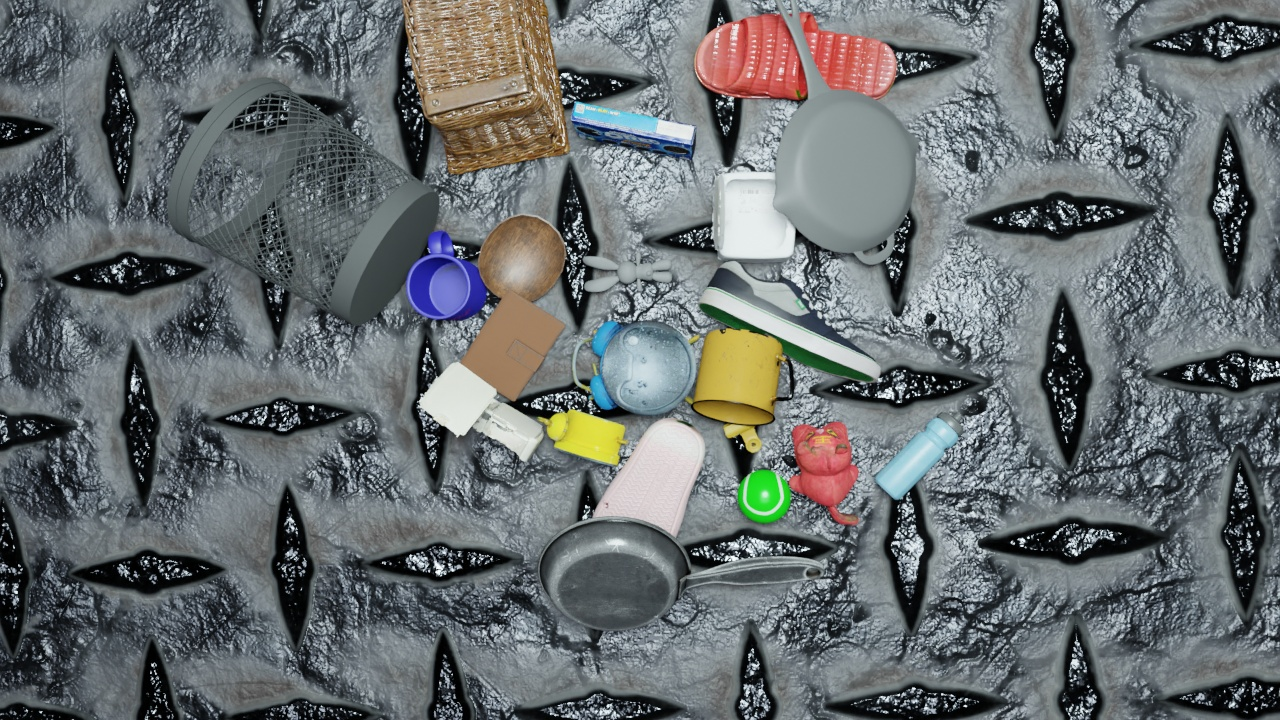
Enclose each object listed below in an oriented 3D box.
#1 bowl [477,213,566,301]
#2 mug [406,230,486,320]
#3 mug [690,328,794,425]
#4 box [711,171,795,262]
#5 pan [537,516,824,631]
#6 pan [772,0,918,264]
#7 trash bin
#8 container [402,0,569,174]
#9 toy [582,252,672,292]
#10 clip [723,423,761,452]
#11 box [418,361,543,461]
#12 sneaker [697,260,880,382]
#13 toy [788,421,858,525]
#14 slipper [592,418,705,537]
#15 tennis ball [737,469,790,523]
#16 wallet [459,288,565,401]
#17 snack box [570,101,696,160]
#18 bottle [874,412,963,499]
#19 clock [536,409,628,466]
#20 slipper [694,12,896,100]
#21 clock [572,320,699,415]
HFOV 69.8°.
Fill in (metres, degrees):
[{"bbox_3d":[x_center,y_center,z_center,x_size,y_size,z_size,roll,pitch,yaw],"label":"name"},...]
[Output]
[{"bbox_3d":[-0.149,-0.130,1.163,0.102,0.026,0.114,37,98,-11],"label":"bowl"},{"bbox_3d":[-0.243,-0.106,1.145,0.079,0.083,0.111,-8,91,5],"label":"mug"},{"bbox_3d":[0.128,0.019,1.096,0.124,0.100,0.094,0,70,33],"label":"mug"},{"bbox_3d":[0.127,-0.176,1.088,0.121,0.136,0.109,2,89,3],"label":"box"},{"bbox_3d":[0.052,0.267,1.126,0.357,0.055,0.188,3,125,-2],"label":"pan"},{"bbox_3d":[0.228,-0.282,1.082,0.216,0.024,0.354,-26,100,-17],"label":"pan"},{"bbox_3d":[-0.389,-0.180,1.095,0.227,0.217,0.218,31,93,-1],"label":"trash bin"},{"bbox_3d":[-0.190,-0.371,1.082,0.162,0.183,0.250,-10,91,3],"label":"container"},{"bbox_3d":[-0.016,-0.111,1.154,0.111,0.030,0.049,-3,106,0],"label":"toy"},{"bbox_3d":[0.135,0.090,1.154,0.054,0.044,0.049,-27,131,4],"label":"clip"},{"bbox_3d":[-0.177,0.056,1.092,0.143,0.186,0.070,32,92,-4],"label":"box"},{"bbox_3d":[0.192,-0.050,1.116,0.235,0.084,0.079,27,80,4],"label":"sneaker"},{"bbox_3d":[0.225,0.143,1.109,0.088,0.094,0.133,-17,92,5],"label":"toy"},{"bbox_3d":[0.009,0.171,1.145,0.107,0.055,0.222,24,104,1],"label":"slipper"},{"bbox_3d":[0.152,0.167,1.129,0.065,0.065,0.065,0,91,4],"label":"tennis ball"},{"bbox_3d":[-0.163,-0.019,1.167,0.087,0.013,0.121,33,98,-10],"label":"wallet"},{"bbox_3d":[-0.006,-0.280,1.122,0.150,0.082,0.027,12,91,5],"label":"snack box"},{"bbox_3d":[0.346,0.113,1.125,0.040,0.040,0.130,44,94,2],"label":"bottle"},{"bbox_3d":[-0.074,0.094,1.138,0.119,0.083,0.057,17,87,1],"label":"clock"},{"bbox_3d":[0.190,-0.368,1.116,0.249,0.059,0.103,5,92,3],"label":"slipper"},{"bbox_3d":[-0.007,0.007,1.142,0.161,0.060,0.117,5,93,6],"label":"clock"}]
